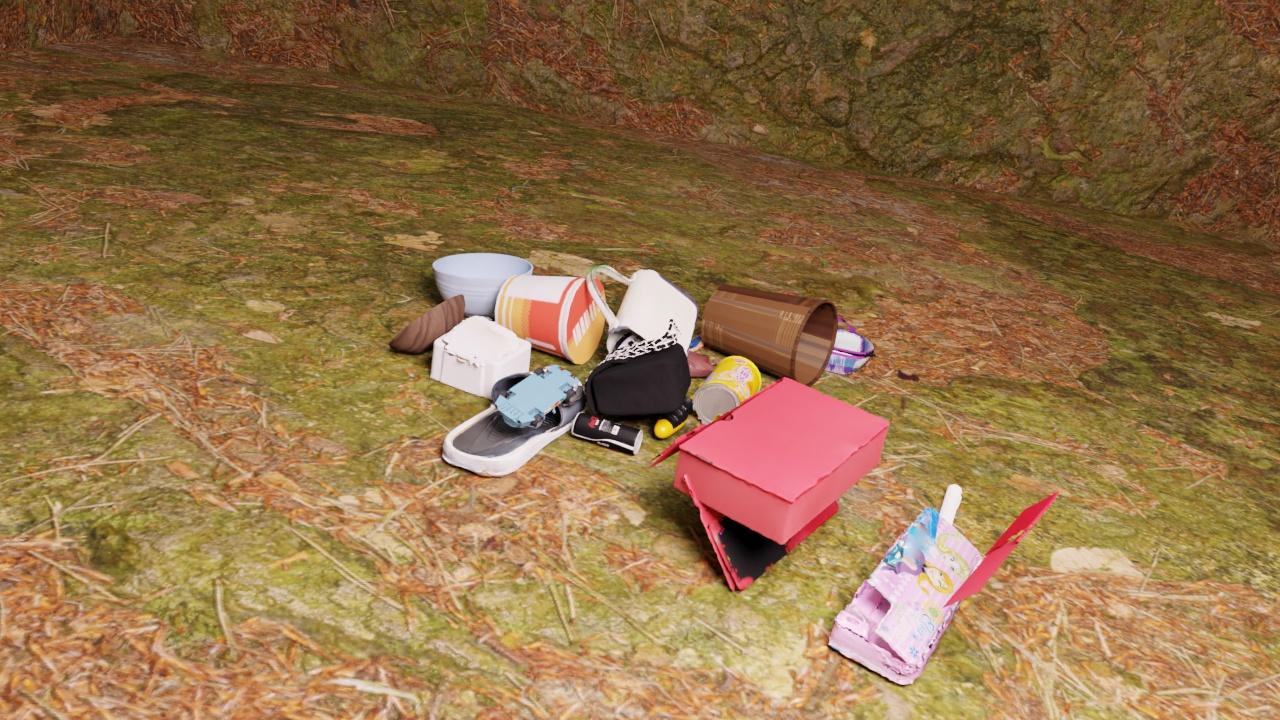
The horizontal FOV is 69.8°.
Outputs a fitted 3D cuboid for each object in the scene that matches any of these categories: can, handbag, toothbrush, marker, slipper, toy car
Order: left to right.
[{"bbox_3d":[-0.138,0.055,1.100,0.111,0.063,0.263,18,28,18],"label":"slipper"},{"bbox_3d":[-0.118,0.045,1.050,0.060,0.028,0.107,32,41,20],"label":"toy car"},{"bbox_3d":[-0.040,0.087,1.098,0.080,0.032,0.031,16,25,13],"label":"can"},{"bbox_3d":[-0.012,-0.066,1.288,0.176,0.074,0.150,38,40,-18],"label":"handbag"},{"bbox_3d":[-0.006,0.007,1.152,0.125,0.115,0.153,-9,11,8],"label":"handbag"},{"bbox_3d":[0.059,0.059,1.200,0.031,0.031,0.196,31,26,10],"label":"toothbrush"},{"bbox_3d":[0.072,-0.018,1.392,0.021,0.017,0.134,24,25,20],"label":"toothbrush"},{"bbox_3d":[0.116,0.010,1.336,0.119,0.029,0.055,8,26,-17],"label":"handbag"},{"bbox_3d":[0.115,0.041,1.213,0.068,0.068,0.104,17,26,16],"label":"can"},{"bbox_3d":[0.307,-0.038,1.476,0.144,0.068,0.169,14,18,10],"label":"handbag"},{"bbox_3d":[0.356,0.180,1.062,0.020,0.017,0.133,51,32,1],"label":"marker"}]

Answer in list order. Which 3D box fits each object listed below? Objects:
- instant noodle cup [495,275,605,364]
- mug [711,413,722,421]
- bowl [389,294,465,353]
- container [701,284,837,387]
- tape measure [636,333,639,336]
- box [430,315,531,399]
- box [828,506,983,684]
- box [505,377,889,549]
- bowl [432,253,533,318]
[{"bbox_3d":[-0.131,-0.067,1.306,0.121,0.123,0.123,11,23,21],"label":"instant noodle cup"},{"bbox_3d":[0.144,0.110,1.074,0.121,0.078,0.078,9,24,-13],"label":"mug"},{"bbox_3d":[-0.278,-0.041,1.231,0.032,0.120,0.119,54,32,-1],"label":"bowl"},{"bbox_3d":[0.188,-0.045,1.369,0.167,0.132,0.131,19,26,33],"label":"container"},{"bbox_3d":[0.006,-0.029,1.362,0.066,0.036,0.058,30,32,36],"label":"tape measure"},{"bbox_3d":[-0.206,-0.020,1.190,0.108,0.102,0.102,16,24,19],"label":"box"},{"bbox_3d":[0.267,0.218,0.892,0.085,0.063,0.229,23,27,27],"label":"box"},{"bbox_3d":[0.046,0.118,1.021,0.427,0.128,0.212,-12,9,42],"label":"box"},{"bbox_3d":[-0.238,-0.109,1.390,0.150,0.075,0.150,3,20,-1],"label":"bowl"}]
